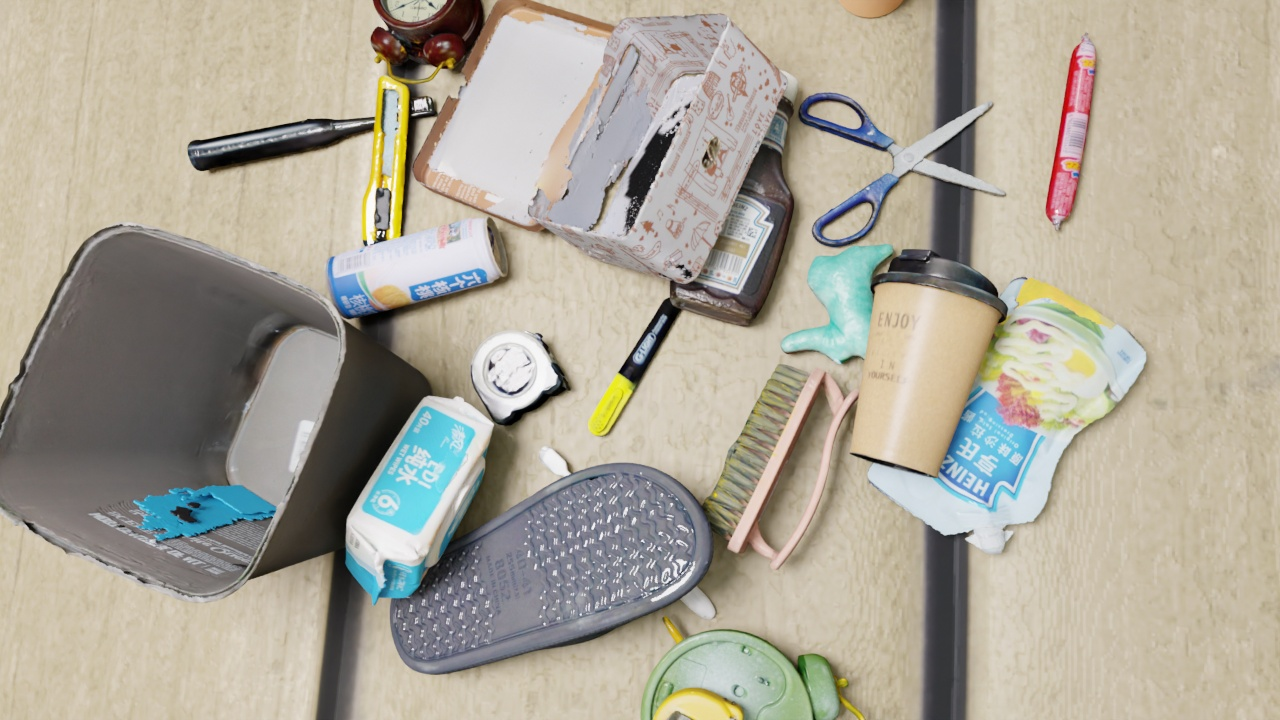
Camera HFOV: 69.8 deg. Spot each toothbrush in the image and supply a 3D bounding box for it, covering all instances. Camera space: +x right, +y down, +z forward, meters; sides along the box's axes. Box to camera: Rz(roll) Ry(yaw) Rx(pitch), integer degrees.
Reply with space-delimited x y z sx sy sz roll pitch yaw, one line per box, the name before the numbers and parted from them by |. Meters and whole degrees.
toothbrush | -0.276 -0.193 0.776 0.213 0.026 0.027 -11 98 4
toothbrush | -0.011 0.129 0.694 0.180 0.016 0.016 43 91 10

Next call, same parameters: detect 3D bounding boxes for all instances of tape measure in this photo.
tape measure | -0.097 0.010 0.714 0.066 0.033 0.066 -30 80 1
tape measure | 0.035 0.246 0.602 0.057 0.029 0.060 22 85 12

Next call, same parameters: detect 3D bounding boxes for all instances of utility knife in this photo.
utility knife | -0.211 -0.158 0.756 0.033 0.015 0.154 4 90 -2

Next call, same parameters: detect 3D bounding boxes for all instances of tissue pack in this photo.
tissue pack | -0.157 0.099 0.656 0.063 0.090 0.139 26 55 -1

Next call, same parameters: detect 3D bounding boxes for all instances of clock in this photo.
clock | 0.077 0.250 0.639 0.161 0.056 0.116 17 85 11
clock | -0.179 -0.283 0.760 0.082 0.055 0.121 7 80 9

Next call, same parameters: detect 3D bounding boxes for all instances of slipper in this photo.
slipper | -0.062 0.156 0.671 0.269 0.083 0.110 -25 65 21

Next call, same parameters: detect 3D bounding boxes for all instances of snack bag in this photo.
snack bag | 0.260 0.041 0.655 0.110 0.039 0.191 37 90 10

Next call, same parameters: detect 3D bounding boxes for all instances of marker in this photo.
marker | -0.004 0.004 0.710 0.018 0.015 0.124 31 85 6

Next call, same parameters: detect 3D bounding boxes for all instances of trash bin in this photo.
trash bin | -0.270 0.044 0.641 0.199 0.220 0.198 21 84 10

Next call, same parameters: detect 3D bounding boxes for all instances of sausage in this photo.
sausage | 0.323 -0.172 0.686 0.020 0.020 0.155 11 83 10

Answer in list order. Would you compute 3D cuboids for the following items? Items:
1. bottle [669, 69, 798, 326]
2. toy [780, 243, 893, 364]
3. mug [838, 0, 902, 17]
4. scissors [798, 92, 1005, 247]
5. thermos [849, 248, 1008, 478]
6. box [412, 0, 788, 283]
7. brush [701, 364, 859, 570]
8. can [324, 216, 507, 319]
bottle | 0.080 -0.127 0.704 0.080 0.044 0.194 16 83 0
toy | 0.149 -0.038 0.687 0.096 0.030 0.092 -12 78 9
mug | 0.176 -0.310 0.677 0.078 0.123 0.078 -1 81 7
scissors | 0.192 -0.155 0.707 0.176 0.012 0.162 -45 78 -1
thermos | 0.192 0.004 0.632 0.093 0.093 0.143 17 85 11
box | -0.040 -0.178 0.707 0.272 0.106 0.178 22 85 34
brush | 0.102 0.073 0.661 0.073 0.063 0.145 26 84 15
can | -0.177 -0.074 0.728 0.135 0.053 0.053 -14 79 6
